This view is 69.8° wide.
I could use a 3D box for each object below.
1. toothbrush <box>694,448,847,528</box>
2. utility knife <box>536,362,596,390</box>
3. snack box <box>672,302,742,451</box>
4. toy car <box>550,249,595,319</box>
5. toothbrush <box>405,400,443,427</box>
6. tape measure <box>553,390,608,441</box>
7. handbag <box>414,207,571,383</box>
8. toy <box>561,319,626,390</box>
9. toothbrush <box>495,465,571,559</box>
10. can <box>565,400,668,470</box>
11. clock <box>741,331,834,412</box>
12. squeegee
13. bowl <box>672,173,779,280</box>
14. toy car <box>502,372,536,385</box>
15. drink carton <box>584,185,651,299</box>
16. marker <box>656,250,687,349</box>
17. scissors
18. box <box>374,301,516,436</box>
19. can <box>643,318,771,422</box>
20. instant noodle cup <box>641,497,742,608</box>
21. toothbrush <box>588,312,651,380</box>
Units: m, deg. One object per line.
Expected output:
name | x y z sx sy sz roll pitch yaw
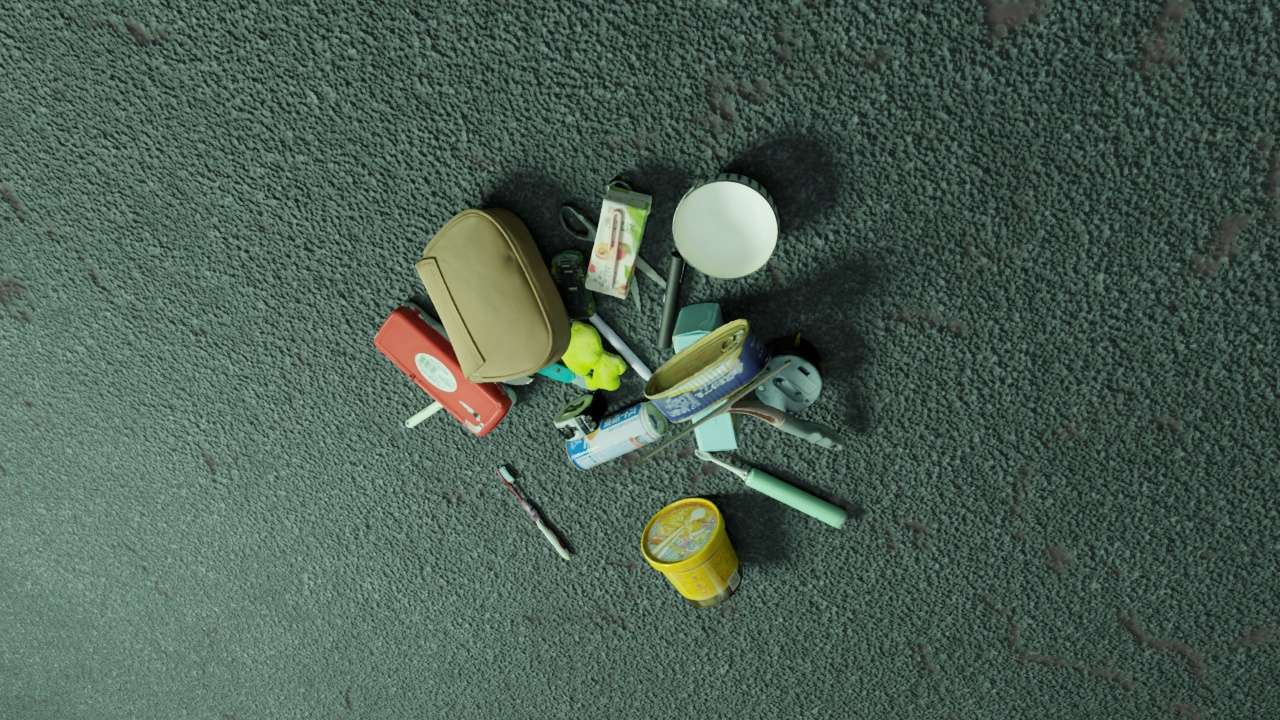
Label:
toothbrush | 0.174 0.168 1.228 0.224 0.027 0.026 25 88 -3
utility knife | -0.140 0.002 1.207 0.187 0.013 0.029 20 124 0
snack box | 0.085 0.022 1.128 0.052 0.074 0.175 -5 120 16
toy car | -0.080 -0.092 1.119 0.043 0.036 0.091 -2 120 14
toothbrush | -0.262 0.048 1.263 0.190 0.020 0.029 -31 70 29
tape measure | -0.080 0.075 1.207 0.066 0.065 0.033 -26 108 24
handbag | -0.173 -0.076 1.098 0.148 0.099 0.204 -24 90 20
toy | -0.066 -0.004 1.171 0.100 0.031 0.097 26 131 5
toothbrush | -0.153 0.225 1.351 0.017 0.016 0.187 -28 112 16
can | -0.032 0.100 1.218 0.135 0.053 0.053 -25 113 26
clock | 0.172 0.023 1.120 0.082 0.055 0.122 38 123 -12
squeegee | 0.159 0.073 1.090 0.249 0.040 0.248 16 141 -38
bowl | 0.098 -0.155 1.018 0.116 0.066 0.117 6 122 10
toy car | -0.161 -0.027 1.176 0.056 0.037 0.122 5 114 12
drink carton | -0.026 -0.135 1.059 0.053 0.045 0.123 16 127 1
marker | 0.038 -0.071 1.110 0.022 0.020 0.132 22 128 18
scissors | -0.025 -0.138 1.091 0.159 0.014 0.178 15 125 4
box | -0.255 0.010 1.213 0.201 0.046 0.087 42 121 -2
can | 0.075 0.013 1.035 0.148 0.074 0.049 -33 114 23
instant noodle cup | 0.078 0.271 1.268 0.119 0.118 0.114 -17 123 22
toothbrush | -0.007 0.007 1.175 0.021 0.029 0.189 -44 106 -10
